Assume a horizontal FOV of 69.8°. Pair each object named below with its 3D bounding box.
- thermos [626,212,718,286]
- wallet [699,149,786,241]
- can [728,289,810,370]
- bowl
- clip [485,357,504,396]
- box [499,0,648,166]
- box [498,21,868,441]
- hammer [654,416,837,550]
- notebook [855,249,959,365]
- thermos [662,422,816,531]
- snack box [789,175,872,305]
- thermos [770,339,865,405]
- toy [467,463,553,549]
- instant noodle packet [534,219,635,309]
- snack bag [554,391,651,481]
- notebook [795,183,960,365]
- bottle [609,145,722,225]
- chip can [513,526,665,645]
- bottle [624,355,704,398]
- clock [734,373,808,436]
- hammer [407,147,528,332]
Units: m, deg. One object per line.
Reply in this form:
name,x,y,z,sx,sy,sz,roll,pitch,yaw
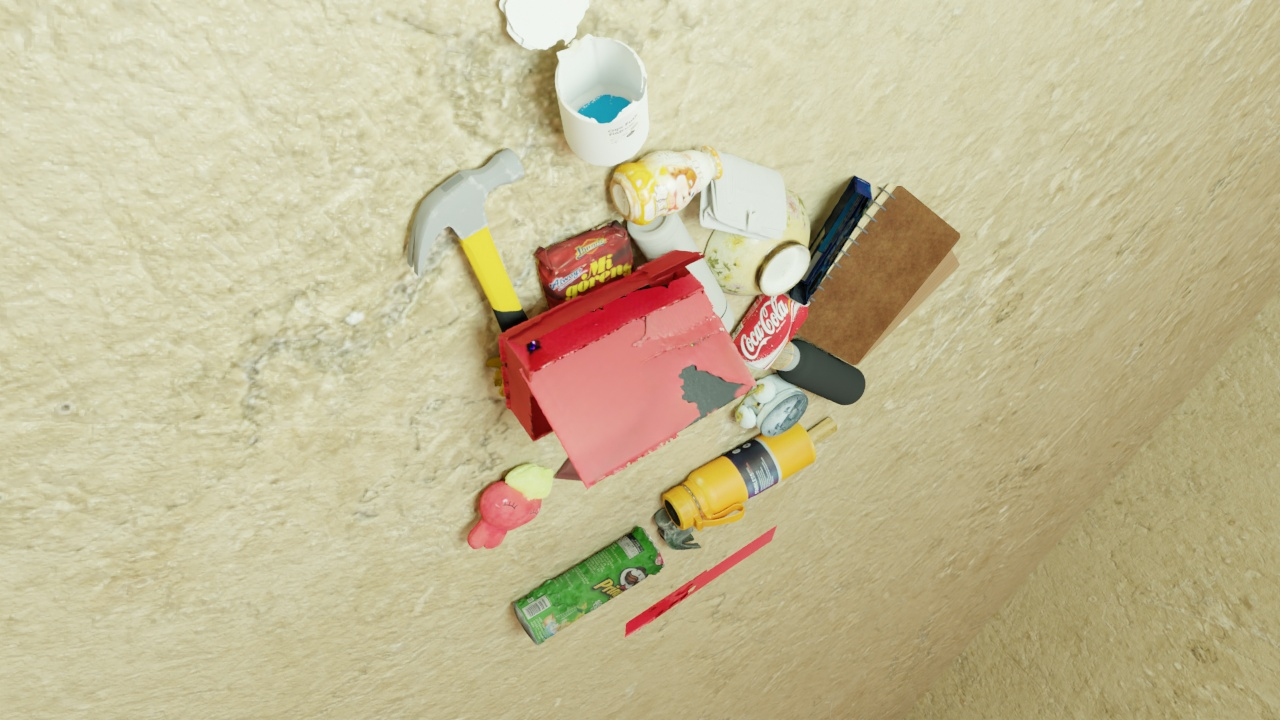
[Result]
thermos,0.051,-0.093,1.016,0.052,0.052,0.224,-39,144,0
wallet,0.112,-0.174,0.970,0.116,0.032,0.086,0,86,-42
can,0.162,-0.044,1.156,0.064,0.064,0.105,8,123,-45
bowl,0.149,-0.122,1.062,0.145,0.063,0.145,-23,140,-21
clip,-0.141,0.018,0.990,0.053,0.044,0.050,-9,109,-37
box,-0.051,-0.243,0.762,0.083,0.143,0.137,-32,173,-5
box,0.017,-0.058,0.765,0.215,0.141,0.512,-27,169,-23
hammer,0.173,0.191,1.445,0.330,0.033,0.132,-33,142,-9
notebook,0.350,-0.097,1.297,0.210,0.022,0.169,-46,144,9
thermos,0.149,0.173,1.353,0.232,0.091,0.076,-26,114,-17
snack box,0.227,-0.144,1.099,0.150,0.027,0.082,-60,-179,28
thermos,0.239,0.012,1.284,0.061,0.061,0.231,-51,142,15
toy,-0.161,0.180,1.130,0.135,0.045,0.091,-49,141,4
instant noodle packet,-0.051,-0.079,0.957,0.098,0.039,0.136,-23,142,-10
snack bag,-0.047,0.096,1.166,0.057,0.013,0.158,14,119,-49
notebook,0.302,-0.111,1.208,0.167,0.024,0.226,24,109,-39
bottle,0.026,-0.176,0.898,0.109,0.063,0.063,-27,142,-18
chip can,-0.075,0.329,1.341,0.223,0.075,0.075,-29,143,-13
bottle,-0.006,0.006,1.060,0.156,0.068,0.068,-15,138,-29
clock,0.181,0.063,1.292,0.117,0.057,0.083,3,128,-43
hammer,-0.130,-0.049,0.905,0.127,0.029,0.324,-33,140,-13
